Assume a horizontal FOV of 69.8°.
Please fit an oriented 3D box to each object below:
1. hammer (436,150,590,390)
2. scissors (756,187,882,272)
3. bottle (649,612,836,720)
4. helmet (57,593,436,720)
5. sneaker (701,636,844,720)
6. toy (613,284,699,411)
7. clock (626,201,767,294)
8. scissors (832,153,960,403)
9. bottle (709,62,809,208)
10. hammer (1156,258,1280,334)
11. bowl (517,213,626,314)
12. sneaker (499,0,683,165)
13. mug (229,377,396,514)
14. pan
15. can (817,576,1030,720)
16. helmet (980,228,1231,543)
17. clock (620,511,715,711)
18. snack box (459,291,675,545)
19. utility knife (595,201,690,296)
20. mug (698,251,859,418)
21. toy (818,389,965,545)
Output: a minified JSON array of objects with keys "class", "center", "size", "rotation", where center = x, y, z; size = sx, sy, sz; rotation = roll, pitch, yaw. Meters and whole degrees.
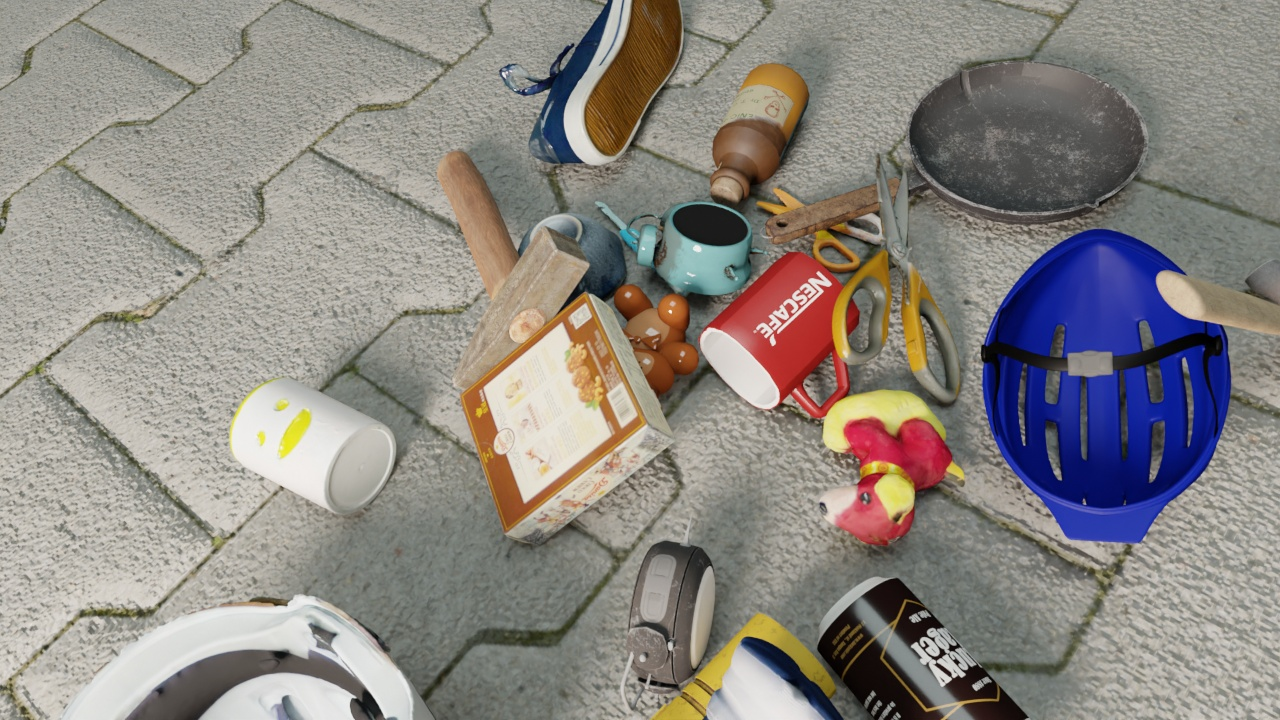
[{"class":"hammer","center":[-0.147,-0.111,0.855],"size":[0.158,0.037,0.300],"rotation":[-53,40,21]},{"class":"scissors","center":[0.168,-0.133,0.845],"size":[0.083,0.012,0.133],"rotation":[-32,56,-13]},{"class":"bottle","center":[0.041,0.241,0.571],"size":[0.163,0.071,0.071],"rotation":[-41,57,-17]},{"class":"helmet","center":[-0.222,0.277,0.544],"size":[0.264,0.164,0.236],"rotation":[21,58,32]},{"class":"sneaker","center":[0.104,0.290,0.488],"size":[0.132,0.103,0.269],"rotation":[-40,79,-1]},{"class":"toy","center":[-0.004,0.004,0.754],"size":[0.095,0.065,0.127],"rotation":[9,62,29]},{"class":"clock","center":[0.045,-0.106,0.816],"size":[0.124,0.053,0.089],"rotation":[28,43,20]},{"class":"scissors","center":[0.214,-0.067,0.739],"size":[0.166,0.016,0.224],"rotation":[33,55,-16]},{"class":"bottle","center":[0.107,-0.210,0.878],"size":[0.068,0.068,0.156],"rotation":[15,59,21]},{"class":"hammer","center":[0.397,-0.031,0.579],"size":[0.031,0.330,0.119],"rotation":[-48,55,32]},{"class":"bowl","center":[-0.071,-0.099,0.846],"size":[0.110,0.055,0.110],"rotation":[-6,53,8]},{"class":"sneaker","center":[-0.048,-0.322,0.985],"size":[0.127,0.121,0.293],"rotation":[-2,54,39]},{"class":"mug","center":[-0.267,0.069,0.752],"size":[0.106,0.083,0.082],"rotation":[21,62,23]},{"class":"pan","center":[0.274,-0.168,0.829],"size":[0.357,0.040,0.207],"rotation":[-21,54,-3]},{"class":"can","center":[0.173,0.201,0.568],"size":[0.071,0.072,0.128],"rotation":[-33,55,-12]},{"class":"helmet","center":[0.296,-0.008,0.594],"size":[0.148,0.227,0.241],"rotation":[-2,67,28]},{"class":"clock","center":[0.023,0.172,0.609],"size":[0.044,0.091,0.122],"rotation":[6,51,16]},{"class":"snack box","center":[-0.062,0.044,0.716],"size":[0.147,0.041,0.143],"rotation":[-39,51,15]},{"class":"utility knife","center":[-0.002,-0.108,0.861],"size":[0.022,0.015,0.158],"rotation":[-19,49,-31]},{"class":"mug","center":[0.121,-0.012,0.732],"size":[0.096,0.081,0.116],"rotation":[-43,86,-18]},{"class":"toy","center":[0.182,0.076,0.669],"size":[0.106,0.067,0.137],"rotation":[10,45,15]}]
